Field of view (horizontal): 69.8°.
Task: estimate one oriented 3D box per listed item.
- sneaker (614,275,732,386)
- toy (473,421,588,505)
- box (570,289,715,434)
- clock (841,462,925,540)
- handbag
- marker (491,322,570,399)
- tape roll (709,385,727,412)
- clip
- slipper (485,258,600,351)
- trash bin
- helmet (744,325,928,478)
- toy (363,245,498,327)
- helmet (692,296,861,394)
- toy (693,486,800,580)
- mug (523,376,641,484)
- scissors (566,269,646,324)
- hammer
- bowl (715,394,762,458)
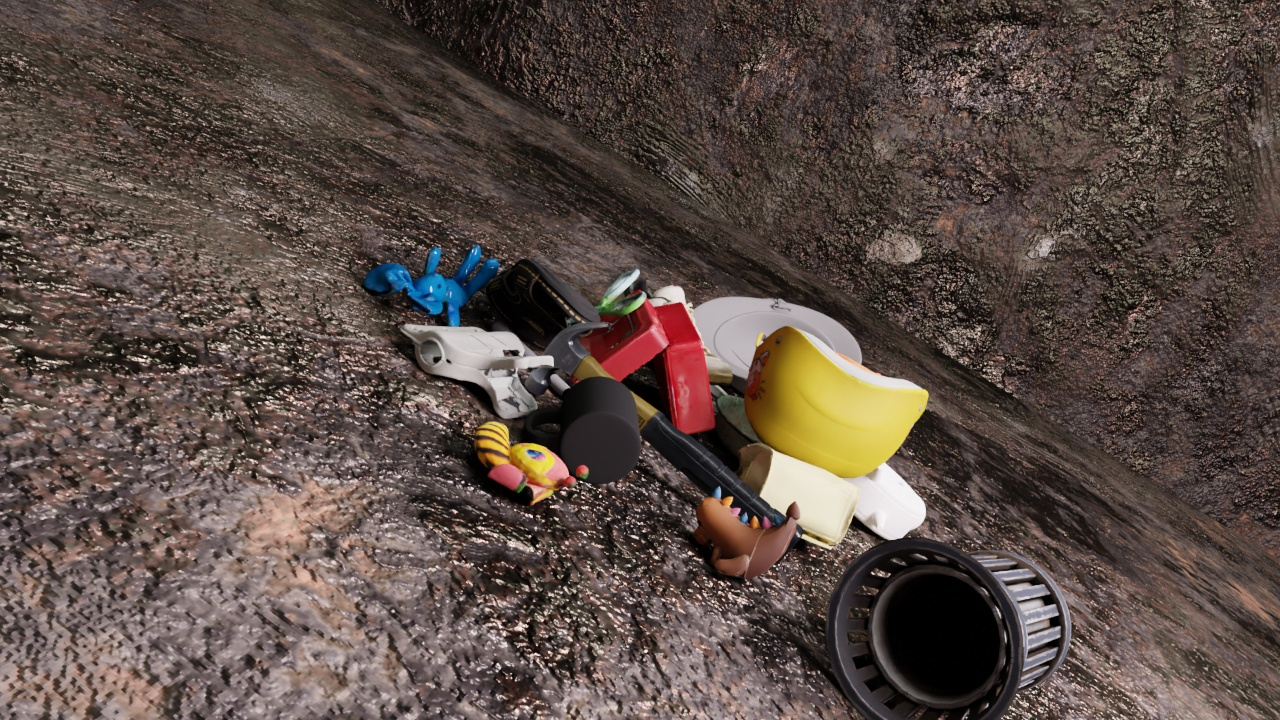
[{"bbox_3d":[0.052,-0.048,1.312,0.241,0.102,0.088,35,18,37],"label":"sneaker"},{"bbox_3d":[-0.102,0.091,0.807,0.103,0.046,0.084,29,23,8],"label":"toy"},{"bbox_3d":[0.020,0.011,1.140,0.168,0.154,0.157,47,11,-20],"label":"box"},{"bbox_3d":[0.312,0.167,1.195,0.125,0.073,0.160,48,17,29],"label":"clock"},{"bbox_3d":[0.166,0.150,1.018,0.119,0.081,0.111,24,-4,-13],"label":"handbag"},{"bbox_3d":[-0.128,-0.002,1.066,0.140,0.016,0.016,41,20,30],"label":"marker"},{"bbox_3d":[0.088,0.043,1.300,0.093,0.013,0.093,28,18,-10],"label":"tape roll"},{"bbox_3d":[-0.163,-0.001,0.951,0.143,0.073,0.124,31,18,26],"label":"clip"},{"bbox_3d":[-0.127,-0.062,1.097,0.113,0.075,0.268,39,-10,-22],"label":"slipper"},{"bbox_3d":[0.297,0.247,0.844,0.164,0.164,0.227,43,18,34],"label":"trash bin"},{"bbox_3d":[0.212,0.066,1.104,0.209,0.139,0.240,26,-5,1],"label":"helmet"},{"bbox_3d":[-0.235,-0.087,1.047,0.113,0.071,0.175,32,27,13],"label":"toy"},{"bbox_3d":[0.196,0.005,1.426,0.271,0.118,0.182,11,47,3],"label":"helmet"},{"bbox_3d":[0.100,0.154,0.869,0.090,0.103,0.070,46,23,22],"label":"toy"},{"bbox_3d":[-0.058,0.068,0.908,0.113,0.078,0.088,1,22,-4],"label":"mug"},{"bbox_3d":[-0.052,-0.064,1.169,0.022,0.172,0.173,52,46,-27],"label":"scissors"},{"bbox_3d":[0.030,0.083,0.961,0.333,0.118,0.025,40,24,10],"label":"hammer"},{"bbox_3d":[0.157,0.106,1.196,0.157,0.039,0.157,28,18,-10],"label":"bowl"}]
